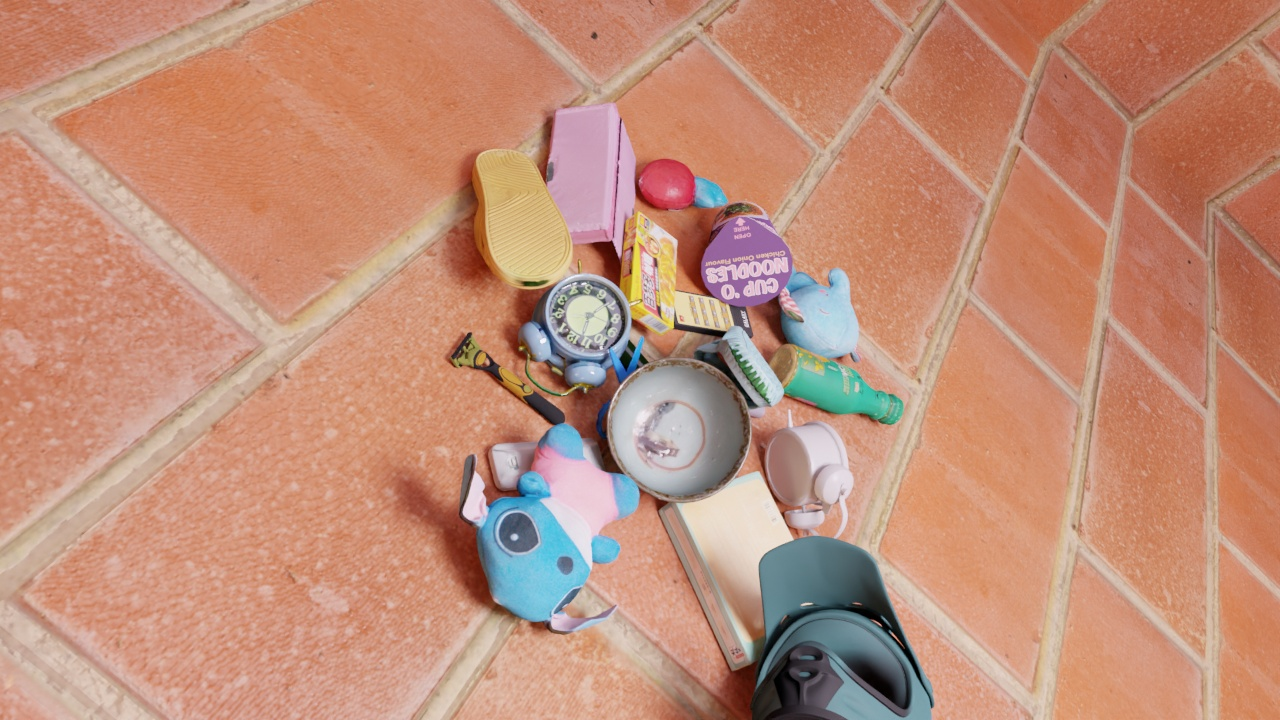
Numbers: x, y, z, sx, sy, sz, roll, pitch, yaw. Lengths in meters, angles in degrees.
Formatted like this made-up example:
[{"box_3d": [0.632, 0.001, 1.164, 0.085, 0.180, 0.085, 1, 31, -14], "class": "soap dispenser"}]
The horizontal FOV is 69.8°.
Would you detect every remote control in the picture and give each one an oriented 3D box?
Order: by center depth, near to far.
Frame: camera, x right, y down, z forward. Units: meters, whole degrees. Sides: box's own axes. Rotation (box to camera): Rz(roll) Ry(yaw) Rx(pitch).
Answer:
[{"box_3d": [-0.097, 0.109, 0.982, 0.133, 0.022, 0.050, -1, 63, -37], "class": "remote control"}, {"box_3d": [0.093, -0.061, 1.242, 0.133, 0.013, 0.058, 7, 58, -33], "class": "remote control"}]

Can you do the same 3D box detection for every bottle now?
[{"box_3d": [-0.007, 0.006, 1.111, 0.123, 0.033, 0.032, 50, 45, 1], "class": "bottle"}, {"box_3d": [0.274, 0.040, 1.268, 0.209, 0.068, 0.068, 20, 51, -24], "class": "bottle"}]

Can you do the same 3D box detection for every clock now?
[{"box_3d": [-0.074, -0.029, 1.052, 0.118, 0.060, 0.161, 29, 68, -5], "class": "clock"}, {"box_3d": [0.210, 0.145, 1.122, 0.061, 0.120, 0.159, -3, 53, -28], "class": "clock"}]

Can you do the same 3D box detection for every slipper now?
[{"box_3d": [-0.145, -0.156, 1.082, 0.099, 0.079, 0.263, -6, 45, -16], "class": "slipper"}, {"box_3d": [0.121, 0.017, 1.117, 0.116, 0.069, 0.276, 52, 8, 2], "class": "slipper"}]

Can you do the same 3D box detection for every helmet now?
[{"box_3d": [0.193, 0.323, 0.907, 0.199, 0.177, 0.275, -66, 143, -50], "class": "helmet"}]

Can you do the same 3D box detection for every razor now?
[{"box_3d": [-0.141, 0.026, 1.010, 0.144, 0.021, 0.043, 38, 46, -12], "class": "razor"}]

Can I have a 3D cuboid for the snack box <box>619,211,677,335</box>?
[{"box_3d": [0.011, -0.111, 1.164, 0.075, 0.025, 0.152, 32, 46, -33], "class": "snack box"}]

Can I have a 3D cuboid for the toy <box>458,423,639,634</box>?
[{"box_3d": [-0.091, 0.152, 0.897, 0.224, 0.099, 0.190, 52, 44, -21], "class": "toy"}]

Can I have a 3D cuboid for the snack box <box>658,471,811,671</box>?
[{"box_3d": [0.121, 0.233, 1.045, 0.141, 0.044, 0.193, -12, 69, -39], "class": "snack box"}]

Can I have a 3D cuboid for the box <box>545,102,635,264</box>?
[{"box_3d": [-0.065, -0.222, 1.225, 0.106, 0.116, 0.232, -5, 55, 7], "class": "box"}]

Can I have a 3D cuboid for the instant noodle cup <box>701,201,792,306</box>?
[{"box_3d": [0.142, -0.164, 1.269, 0.122, 0.137, 0.121, -8, 34, 8], "class": "instant noodle cup"}]

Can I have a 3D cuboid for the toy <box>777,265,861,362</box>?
[{"box_3d": [0.255, -0.081, 1.317, 0.183, 0.115, 0.180, 27, 36, -33], "class": "toy"}]

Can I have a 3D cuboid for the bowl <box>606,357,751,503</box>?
[{"box_3d": [0.036, 0.082, 1.032, 0.160, 0.094, 0.159, 1, 80, -7], "class": "bowl"}]

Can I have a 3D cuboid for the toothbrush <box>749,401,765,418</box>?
[{"box_3d": [0.085, 0.041, 1.145, 0.187, 0.019, 0.018, 19, 49, -35], "class": "toothbrush"}]

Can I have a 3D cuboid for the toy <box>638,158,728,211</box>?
[{"box_3d": [0.059, -0.244, 1.299, 0.132, 0.062, 0.092, 12, 46, -19], "class": "toy"}]

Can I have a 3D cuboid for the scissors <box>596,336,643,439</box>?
[{"box_3d": [-0.012, 0.033, 1.058, 0.123, 0.016, 0.125, 16, 94, -55], "class": "scissors"}]
